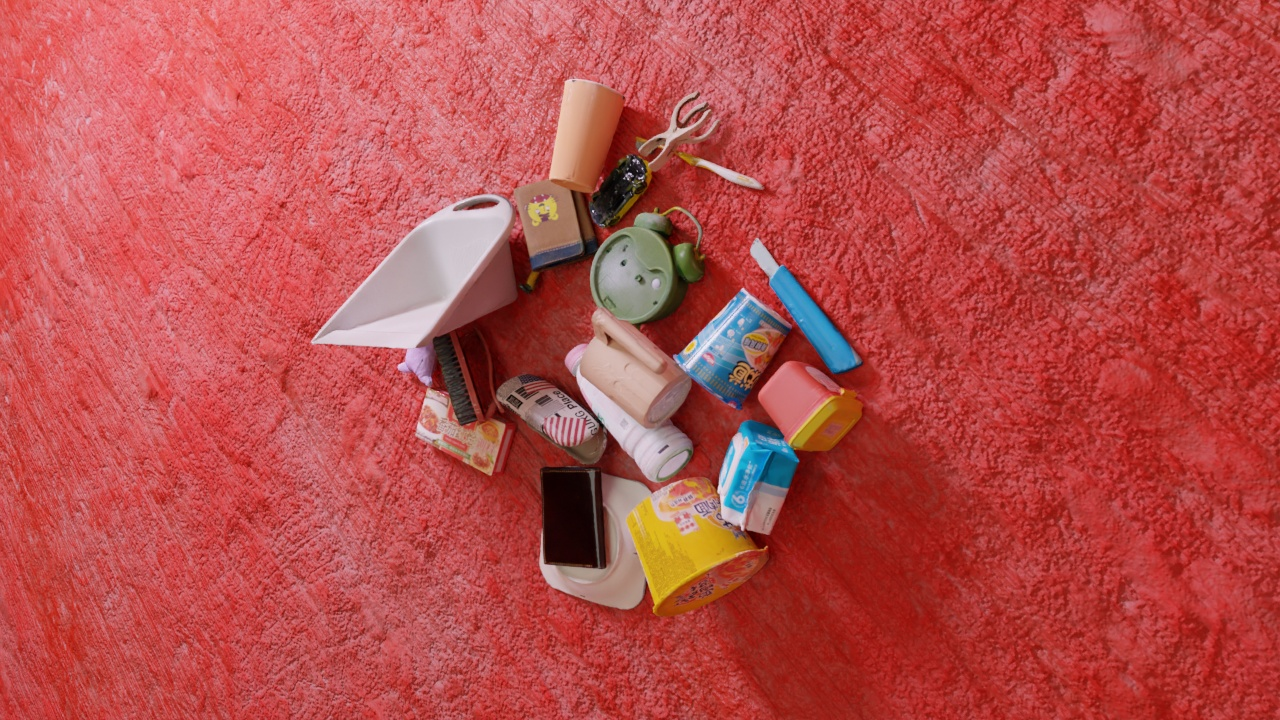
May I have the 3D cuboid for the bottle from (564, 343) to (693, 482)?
[{"bbox_3d":[-0.020,0.057,1.106,0.197,0.068,0.068,48,111,26],"label":"bottle"}]

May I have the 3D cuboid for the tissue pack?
[{"bbox_3d":[0.122,0.121,0.981,0.063,0.140,0.090,19,100,0],"label":"tissue pack"}]

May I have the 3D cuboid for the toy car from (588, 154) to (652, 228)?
[{"bbox_3d":[-0.024,-0.208,1.138,0.105,0.032,0.048,-44,66,35],"label":"toy car"}]

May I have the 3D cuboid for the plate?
[{"bbox_3d":[-0.062,0.221,1.144,0.164,0.034,0.164,8,92,31],"label":"plate"}]

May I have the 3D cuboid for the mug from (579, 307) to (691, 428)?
[{"bbox_3d":[-0.006,0.006,1.029,0.084,0.125,0.103,-41,64,-19],"label":"mug"}]

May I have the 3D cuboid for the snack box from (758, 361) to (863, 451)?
[{"bbox_3d":[0.179,0.046,0.972,0.082,0.091,0.080,-50,58,19],"label":"snack box"}]

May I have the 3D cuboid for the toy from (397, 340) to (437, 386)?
[{"bbox_3d":[-0.307,-0.024,1.300,0.084,0.038,0.108,18,99,39],"label":"toy"}]

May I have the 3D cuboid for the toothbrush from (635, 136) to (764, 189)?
[{"bbox_3d":[0.067,-0.233,1.093,0.191,0.016,0.018,29,113,29],"label":"toothbrush"}]

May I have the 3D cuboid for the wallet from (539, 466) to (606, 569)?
[{"bbox_3d":[-0.085,0.192,1.127,0.097,0.020,0.122,-5,86,36],"label":"wallet"}]

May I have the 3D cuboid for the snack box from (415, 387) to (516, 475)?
[{"bbox_3d":[-0.242,0.096,1.262,0.153,0.025,0.075,22,100,30],"label":"snack box"}]

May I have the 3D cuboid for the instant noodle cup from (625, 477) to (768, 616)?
[{"bbox_3d":[0.055,0.204,1.021,0.138,0.138,0.109,-41,59,23],"label":"instant noodle cup"}]

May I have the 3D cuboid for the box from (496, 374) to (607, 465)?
[{"bbox_3d":[-0.116,0.068,1.146,0.163,0.087,0.076,33,102,39],"label":"box"}]

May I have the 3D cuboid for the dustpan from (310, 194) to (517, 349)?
[{"bbox_3d":[-0.276,-0.123,1.191,0.223,0.257,0.143,3,110,38],"label":"dustpan"}]

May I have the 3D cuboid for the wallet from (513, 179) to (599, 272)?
[{"bbox_3d":[-0.108,-0.177,1.175,0.090,0.033,0.115,-16,77,3],"label":"wallet"}]

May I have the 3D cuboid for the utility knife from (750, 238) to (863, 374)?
[{"bbox_3d":[0.177,-0.062,1.017,0.034,0.018,0.191,-38,69,12],"label":"utility knife"}]

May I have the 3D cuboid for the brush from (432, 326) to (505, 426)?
[{"bbox_3d":[-0.227,0.021,1.225,0.069,0.063,0.145,-19,60,-7],"label":"brush"}]

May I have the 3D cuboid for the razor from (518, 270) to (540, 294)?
[{"bbox_3d":[-0.135,-0.153,1.206,0.028,0.043,0.132,11,91,-2],"label":"razor"}]

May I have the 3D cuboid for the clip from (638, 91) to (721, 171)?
[{"bbox_3d":[0.053,-0.261,1.079,0.083,0.034,0.105,42,97,30],"label":"clip"}]

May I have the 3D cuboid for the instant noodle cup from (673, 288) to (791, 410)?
[{"bbox_3d":[0.109,-0.017,1.020,0.099,0.099,0.110,42,100,26],"label":"instant noodle cup"}]

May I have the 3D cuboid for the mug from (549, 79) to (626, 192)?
[{"bbox_3d":[-0.070,-0.274,1.135,0.078,0.078,0.123,15,91,31],"label":"mug"}]

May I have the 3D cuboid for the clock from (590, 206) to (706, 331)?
[{"bbox_3d":[0.012,-0.111,1.098,0.161,0.056,0.116,-50,66,20],"label":"clock"}]
